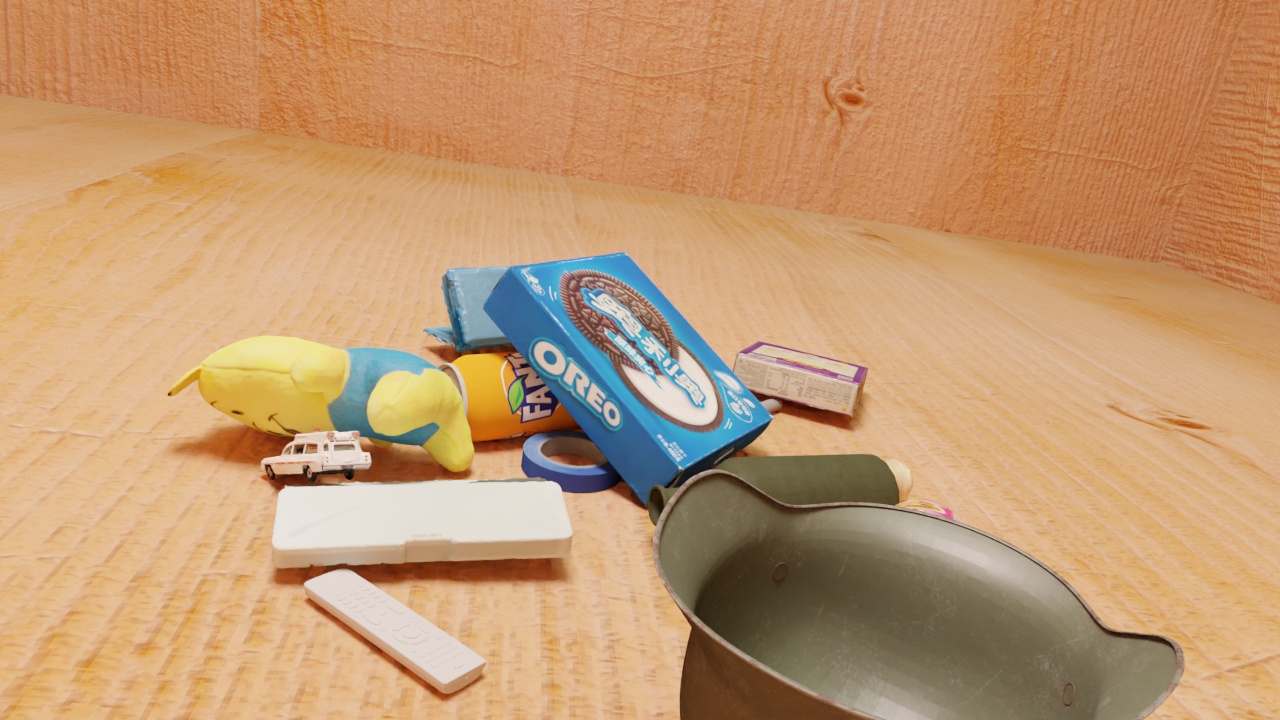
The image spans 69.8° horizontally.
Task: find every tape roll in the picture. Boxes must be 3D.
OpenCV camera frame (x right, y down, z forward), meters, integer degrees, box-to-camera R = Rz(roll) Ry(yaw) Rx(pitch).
[{"bbox_3d":[-0.060,0.088,0.813,0.093,0.016,0.091,-2,21,-31],"label":"tape roll"}]

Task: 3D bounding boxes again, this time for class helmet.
[{"bbox_3d":[0.117,0.162,0.452,0.227,0.154,0.267,18,20,29],"label":"helmet"}]

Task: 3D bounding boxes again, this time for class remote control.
[{"bbox_3d":[-0.150,0.160,0.551,0.131,0.012,0.033,21,19,31],"label":"remote control"}]

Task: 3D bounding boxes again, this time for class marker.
[{"bbox_3d":[0.112,0.059,0.993,0.016,0.016,0.140,22,22,35],"label":"marker"}]

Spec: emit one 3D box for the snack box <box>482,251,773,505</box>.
[{"bbox_3d":[-0.005,0.005,0.856,0.239,0.056,0.195,49,30,14],"label":"snack box"}]

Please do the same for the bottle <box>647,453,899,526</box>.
[{"bbox_3d":[0.106,0.112,0.736,0.206,0.071,0.071,1,20,-24],"label":"bottle"}]

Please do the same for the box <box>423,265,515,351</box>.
[{"bbox_3d":[-0.137,-0.057,1.087,0.231,0.094,0.102,-9,-8,-40],"label":"box"}]

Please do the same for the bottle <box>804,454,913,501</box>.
[{"bbox_3d":[0.193,0.109,0.837,0.109,0.044,0.044,3,19,-21],"label":"bottle"}]

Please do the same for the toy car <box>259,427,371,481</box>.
[{"bbox_3d":[-0.244,0.070,0.684,0.039,0.039,0.113,3,-6,-43],"label":"toy car"}]

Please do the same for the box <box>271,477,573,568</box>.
[{"bbox_3d":[-0.156,0.105,0.660,0.197,0.049,0.136,2,12,-16],"label":"box"}]

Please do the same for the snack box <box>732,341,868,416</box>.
[{"bbox_3d":[0.192,0.018,1.090,0.143,0.040,0.147,15,11,15],"label":"snack box"}]

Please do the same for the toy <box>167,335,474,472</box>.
[{"bbox_3d":[-0.250,0.027,0.745,0.214,0.083,0.149,7,-21,14],"label":"toy"}]

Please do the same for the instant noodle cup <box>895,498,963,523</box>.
[{"bbox_3d":[0.197,0.146,0.660,0.098,0.098,0.108,17,11,21],"label":"instant noodle cup"}]

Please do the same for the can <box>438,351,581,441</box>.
[{"bbox_3d":[-0.115,0.032,0.857,0.142,0.079,0.079,-4,22,-37],"label":"can"}]
